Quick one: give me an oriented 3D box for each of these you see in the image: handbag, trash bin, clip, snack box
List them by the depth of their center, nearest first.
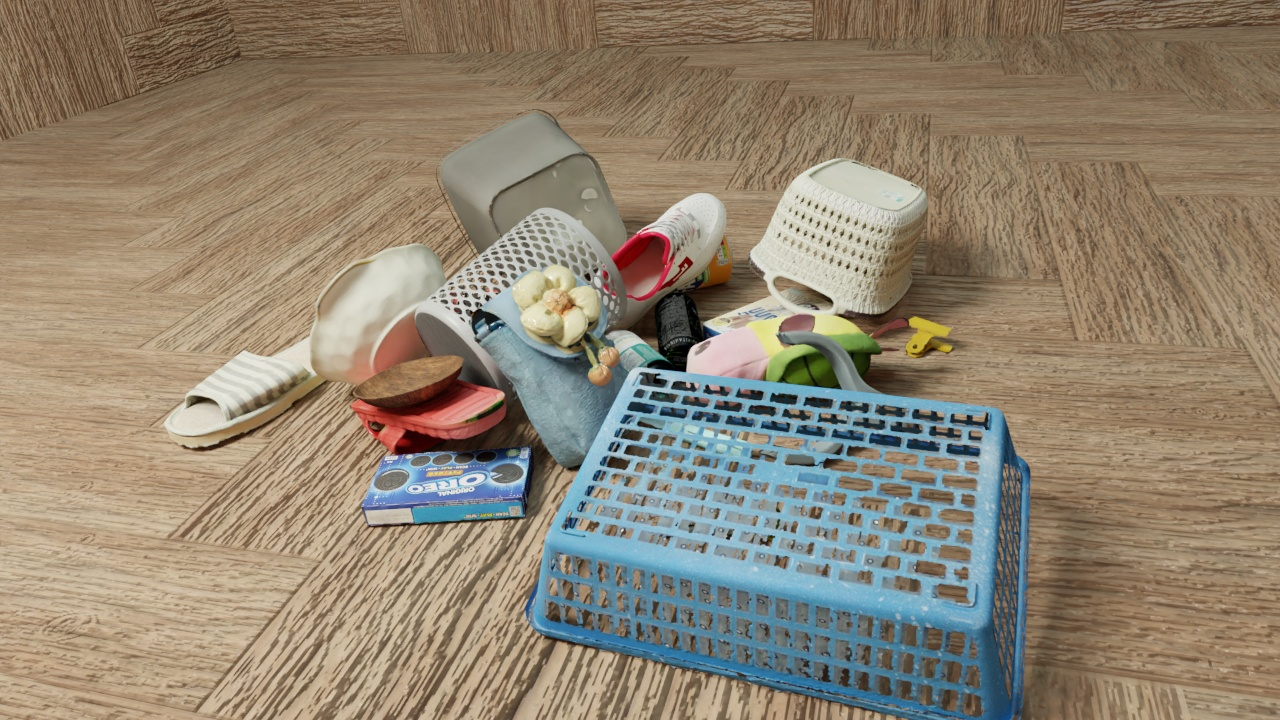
[{"bbox_3d":[-0.179,0.118,0.867,0.150,0.027,0.082,-5,28,2],"label":"snack box"},{"bbox_3d":[0.180,0.014,0.875,0.172,0.164,0.031,-13,7,-23],"label":"clip"},{"bbox_3d":[-0.069,0.002,0.882,0.119,0.192,0.121,-22,11,44],"label":"handbag"},{"bbox_3d":[-0.134,-0.053,1.010,0.156,0.156,0.182,23,55,41],"label":"trash bin"},{"bbox_3d":[0.323,-0.022,1.044,0.048,0.046,0.054,13,10,-46],"label":"clip"},{"bbox_3d":[0.158,-0.045,1.107,0.149,0.026,0.082,-22,34,-28],"label":"snack box"},{"bbox_3d":[-0.139,-0.207,1.233,0.197,0.197,0.220,-30,30,-10],"label":"trash bin"}]

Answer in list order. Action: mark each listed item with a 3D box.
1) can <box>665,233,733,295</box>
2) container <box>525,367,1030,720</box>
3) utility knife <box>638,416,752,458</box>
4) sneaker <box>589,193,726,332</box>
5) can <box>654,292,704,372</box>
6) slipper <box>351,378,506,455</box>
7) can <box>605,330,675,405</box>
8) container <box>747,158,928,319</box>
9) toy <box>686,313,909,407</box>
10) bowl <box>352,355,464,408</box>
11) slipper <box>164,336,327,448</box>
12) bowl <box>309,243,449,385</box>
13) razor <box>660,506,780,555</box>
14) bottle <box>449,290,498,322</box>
[{"bbox_3d":[0.047,-0.129,1.223,0.142,0.079,0.079,-14,30,-15],"label":"can"},{"bbox_3d":[0.110,0.115,0.710,0.363,0.089,0.256,6,42,20],"label":"container"},{"bbox_3d":[0.050,0.074,0.923,0.148,0.015,0.022,16,67,36],"label":"utility knife"},{"bbox_3d":[0.030,-0.138,1.121,0.236,0.104,0.090,-40,83,-22],"label":"sneaker"},{"bbox_3d":[0.045,-0.031,1.070,0.054,0.054,0.137,-5,29,0],"label":"can"},{"bbox_3d":[-0.217,0.060,0.945,0.103,0.059,0.249,-28,21,-34],"label":"slipper"},{"bbox_3d":[-0.006,0.006,1.012,0.054,0.055,0.101,-18,31,-22],"label":"can"},{"bbox_3d":[0.253,-0.152,1.126,0.185,0.143,0.250,28,30,17],"label":"container"},{"bbox_3d":[0.164,-0.005,0.961,0.238,0.087,0.190,-9,-8,-7],"label":"toy"},{"bbox_3d":[-0.227,0.027,0.913,0.114,0.026,0.101,-5,21,28],"label":"bowl"},{"bbox_3d":[-0.428,0.015,1.077,0.115,0.054,0.271,7,30,31],"label":"slipper"},{"bbox_3d":[-0.276,-0.037,1.031,0.060,0.219,0.188,38,84,18],"label":"bowl"},{"bbox_3d":[0.067,0.145,0.784,0.106,0.026,0.042,-3,31,13],"label":"razor"},{"bbox_3d":[-0.162,-0.057,1.146,0.177,0.062,0.062,0,29,10],"label":"bottle"}]
